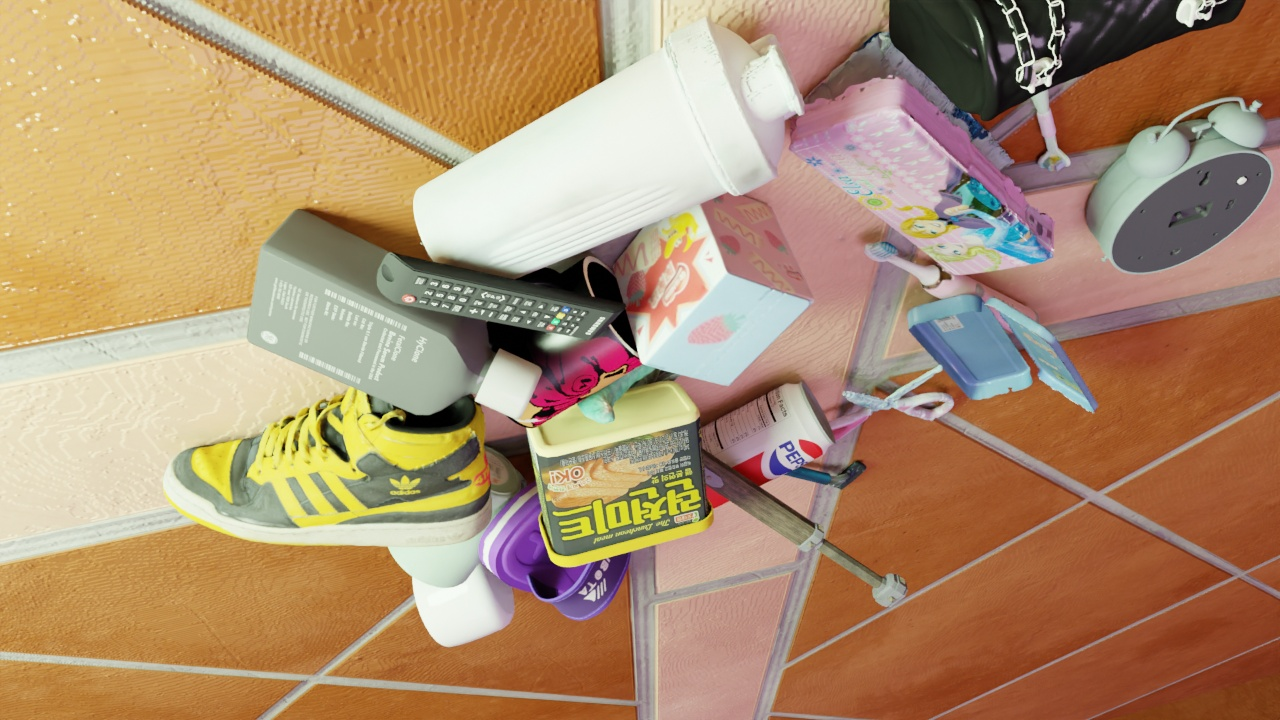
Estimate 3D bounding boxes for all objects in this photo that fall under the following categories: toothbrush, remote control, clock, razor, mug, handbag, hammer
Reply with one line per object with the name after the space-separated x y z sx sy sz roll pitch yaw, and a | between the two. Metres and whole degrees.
0.262 -0.174 0.604 0.022 0.015 0.154 3 156 34 | toothbrush
-0.077 -0.036 0.531 0.146 0.015 0.033 10 146 -29 | remote control
0.406 -0.131 0.691 0.122 0.045 0.159 -17 142 1 | clock
0.169 0.114 0.933 0.143 0.022 0.042 12 133 -32 | razor
-0.163 0.225 0.883 0.068 0.094 0.116 -22 135 4 | mug
-0.145 0.126 0.785 0.104 0.084 0.111 -52 155 21 | mug
-0.064 -0.019 0.620 0.098 0.081 0.118 -31 140 18 | mug
0.209 -0.204 0.452 0.154 0.125 0.115 -20 143 5 | handbag
0.101 0.126 0.785 0.317 0.028 0.147 35 119 -12 | hammer
0.253 -0.058 0.739 0.222 0.027 0.027 16 158 -37 | toothbrush

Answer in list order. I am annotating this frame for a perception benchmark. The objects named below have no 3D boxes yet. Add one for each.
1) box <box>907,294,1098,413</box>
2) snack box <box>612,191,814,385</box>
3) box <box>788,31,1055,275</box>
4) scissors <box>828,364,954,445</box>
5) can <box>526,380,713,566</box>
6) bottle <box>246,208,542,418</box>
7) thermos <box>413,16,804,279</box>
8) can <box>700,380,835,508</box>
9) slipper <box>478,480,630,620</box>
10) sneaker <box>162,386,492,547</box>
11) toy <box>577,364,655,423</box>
0.315 -0.005 0.784 0.125 0.043 0.209 8 166 37 | box
0.045 -0.052 0.610 0.079 0.094 0.093 14 134 -34 | snack box
0.195 -0.131 0.617 0.085 0.070 0.230 -7 158 45 | box
0.229 0.048 0.864 0.176 0.013 0.171 5 146 -35 | scissors
-0.016 0.083 0.697 0.130 0.072 0.101 -13 117 -12 | can
-0.146 -0.015 0.563 0.174 0.046 0.084 25 132 -7 | bottle
-0.018 -0.114 0.519 0.221 0.099 0.099 -22 143 16 | thermos
0.099 0.076 0.815 0.132 0.070 0.070 -29 142 16 | can
-0.049 0.188 0.837 0.107 0.084 0.267 -50 156 -12 | slipper
-0.223 0.061 0.659 0.238 0.086 0.122 5 120 -7 | sneaker
-0.004 0.004 0.677 0.105 0.085 0.033 -34 118 -9 | toy
